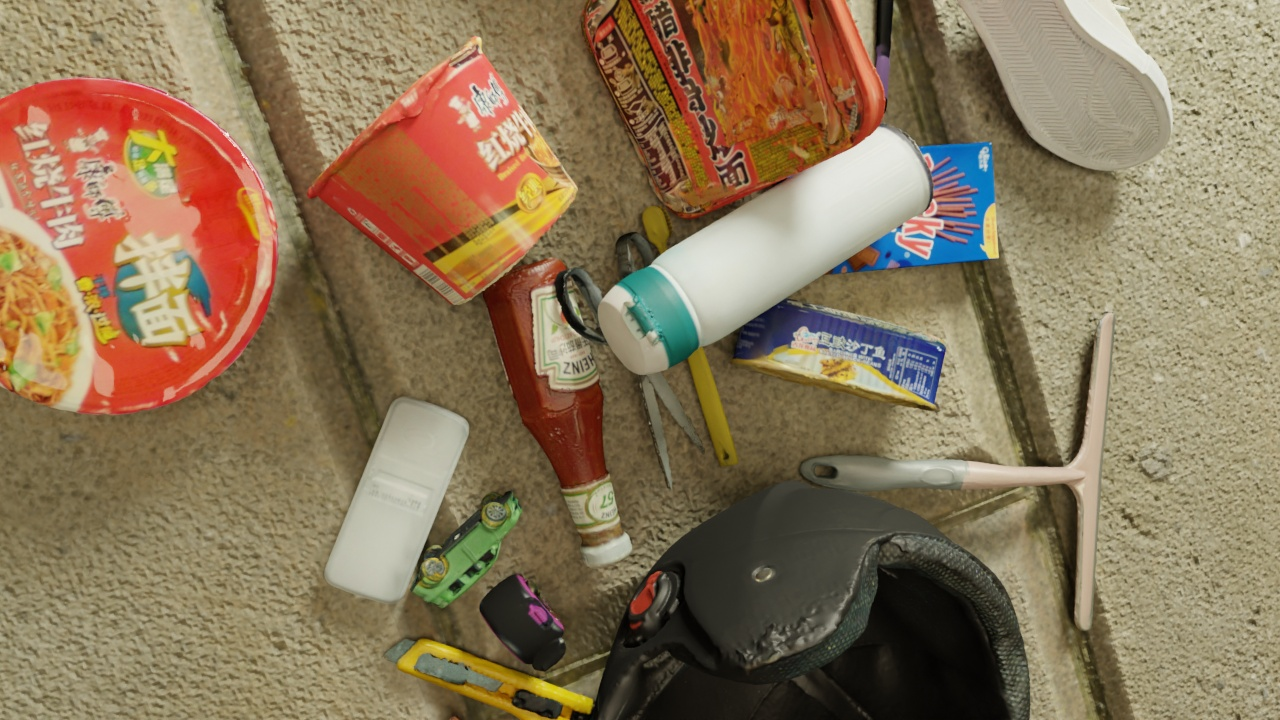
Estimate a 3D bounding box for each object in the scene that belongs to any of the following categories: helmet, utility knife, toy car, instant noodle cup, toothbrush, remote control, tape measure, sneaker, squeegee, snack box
[{"bbox_3d":[0.092,0.201,0.560,0.275,0.230,0.233,-33,105,1],"label":"helmet"},{"bbox_3d":[-0.099,0.228,0.634,0.164,0.015,0.033,24,87,-10],"label":"utility knife"},{"bbox_3d":[-0.114,0.124,0.611,0.036,0.043,0.091,44,87,-7],"label":"toy car"},{"bbox_3d":[0.062,-0.191,0.572,0.078,0.189,0.164,-32,101,-38],"label":"instant noodle cup"},{"bbox_3d":[0.176,-0.270,0.650,0.014,0.017,0.189,0,95,-10],"label":"toothbrush"},{"bbox_3d":[-0.314,-0.066,0.553,0.193,0.066,0.194,-1,94,-11],"label":"instant noodle cup"},{"bbox_3d":[-0.114,-0.107,0.557,0.138,0.138,0.108,-44,108,-5],"label":"instant noodle cup"},{"bbox_3d":[-0.162,0.093,0.612,0.056,0.020,0.136,21,90,-10],"label":"remote control"},{"bbox_3d":[-0.077,0.172,0.613,0.039,0.057,0.058,-41,114,-11],"label":"tape measure"},{"bbox_3d":[0.037,-0.016,0.641,0.016,0.016,0.190,-13,100,26],"label":"toothbrush"},{"bbox_3d":[0.289,-0.236,0.645,0.242,0.090,0.090,40,45,-25],"label":"sneaker"},{"bbox_3d":[0.241,0.084,0.673,0.249,0.040,0.247,2,94,-9],"label":"squeegee"},{"bbox_3d":[0.177,-0.107,0.655,0.157,0.026,0.084,-6,94,-9],"label":"snack box"}]

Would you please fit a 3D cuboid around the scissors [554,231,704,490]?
[{"bbox_3d":[0.000,-0.005,0.615,0.159,0.014,0.175,23,65,-43],"label":"scissors"}]

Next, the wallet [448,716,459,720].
[{"bbox_3d":[-0.143,0.317,0.626,0.130,0.035,0.119,-44,105,-5],"label":"wallet"}]

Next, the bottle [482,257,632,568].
[{"bbox_3d":[-0.050,0.036,0.607,0.059,0.060,0.206,-17,96,-9],"label":"bottle"}]

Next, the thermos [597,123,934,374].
[{"bbox_3d":[0.077,-0.068,0.582,0.224,0.073,0.073,-32,98,-13],"label":"thermos"}]

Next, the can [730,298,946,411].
[{"bbox_3d":[0.137,-0.004,0.632,0.148,0.075,0.049,13,87,-11],"label":"can"}]
